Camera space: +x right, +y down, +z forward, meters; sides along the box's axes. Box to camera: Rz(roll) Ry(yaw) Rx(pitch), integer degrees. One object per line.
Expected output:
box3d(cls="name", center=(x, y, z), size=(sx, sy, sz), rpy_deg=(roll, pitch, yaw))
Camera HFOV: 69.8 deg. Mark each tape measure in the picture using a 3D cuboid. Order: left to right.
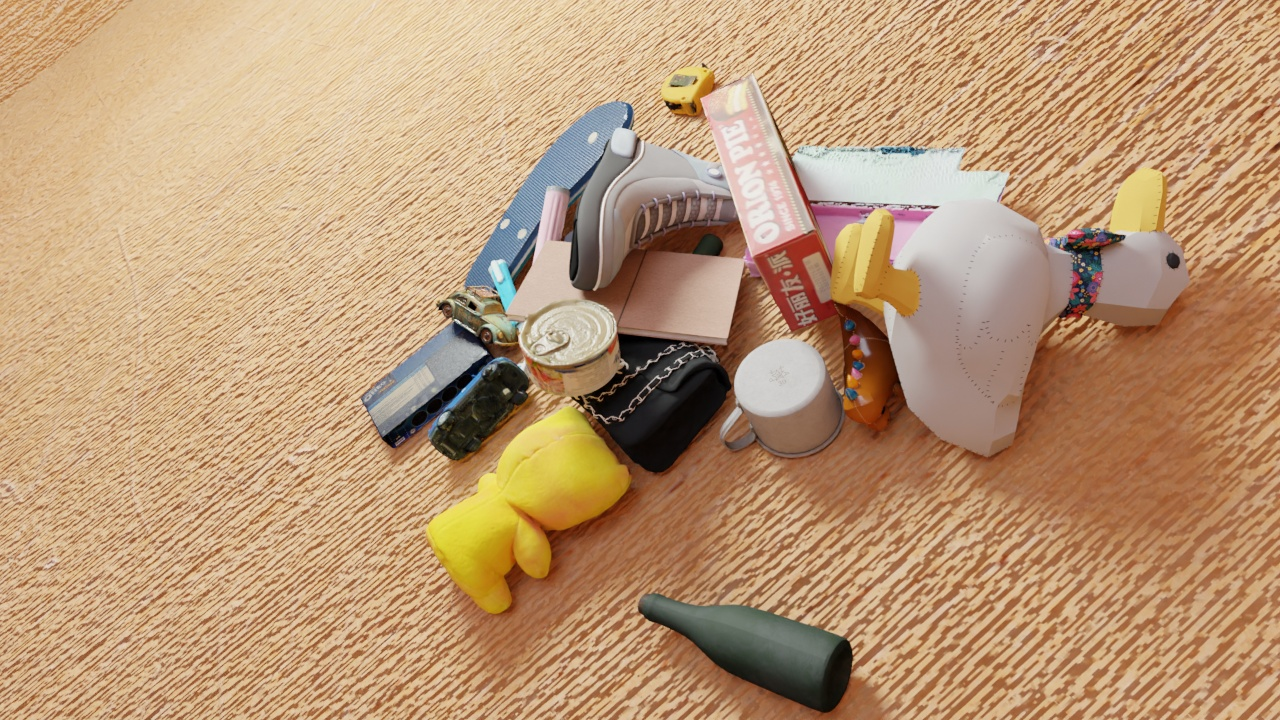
box3d(cls="tape measure", center=(0.056, -0.334, 1.126), size=(0.059, 0.030, 0.068), rpy_deg=(13, 64, 33))

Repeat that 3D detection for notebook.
box3d(cls="notebook", center=(-0.010, -0.071, 0.896), size=(0.209, 0.008, 0.141), rpy_deg=(7, 38, 10))

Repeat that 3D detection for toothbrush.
box3d(cls="toothbrush", center=(-0.109, -0.082, 0.998), size=(0.027, 0.027, 0.222), rpy_deg=(2, 78, 41))

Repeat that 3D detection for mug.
box3d(cls="mug", center=(0.116, 0.039, 0.797), size=(0.113, 0.070, 0.084), rpy_deg=(-27, 49, 7))

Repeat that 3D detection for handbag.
box3d(cls="handbag", center=(-0.005, 0.005, 0.857), size=(0.125, 0.115, 0.154), rpy_deg=(-42, 45, -6))

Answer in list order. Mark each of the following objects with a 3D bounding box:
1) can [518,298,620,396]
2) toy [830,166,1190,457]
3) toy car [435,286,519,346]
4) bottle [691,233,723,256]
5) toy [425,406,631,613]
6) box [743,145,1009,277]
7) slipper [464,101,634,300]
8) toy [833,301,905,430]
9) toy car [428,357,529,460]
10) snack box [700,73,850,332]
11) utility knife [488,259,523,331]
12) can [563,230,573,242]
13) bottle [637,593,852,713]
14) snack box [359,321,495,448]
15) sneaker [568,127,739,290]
box3d(cls="can", center=(-0.061, -0.012, 0.804), size=(0.086, 0.043, 0.086), rpy_deg=(-4, 46, 4))
box3d(cls="toy", center=(0.288, -0.048, 0.720), size=(0.267, 0.141, 0.246), rpy_deg=(12, 90, -2))
box3d(cls="toy car", center=(-0.177, -0.056, 1.021), size=(0.112, 0.047, 0.047), rpy_deg=(31, 113, 26))
box3d(cls="bottle", center=(0.052, -0.086, 0.951), size=(0.025, 0.025, 0.106), rpy_deg=(18, 67, 37))
box3d(cls="toy", center=(-0.113, 0.127, 0.847), size=(0.194, 0.087, 0.134), rpy_deg=(-41, 44, -2))
box3d(cls="box", center=(0.229, -0.142, 0.889), size=(0.231, 0.035, 0.159), rpy_deg=(9, 63, 34))
box3d(cls="slipper", center=(-0.101, -0.178, 1.083), size=(0.295, 0.060, 0.118), rpy_deg=(-52, 43, 4))
box3d(cls="toy", center=(0.182, 0.003, 0.764), size=(0.071, 0.103, 0.090), rpy_deg=(-21, 24, 36))
box3d(cls="toy car", center=(-0.170, 0.048, 0.956), size=(0.120, 0.056, 0.043), rpy_deg=(-46, 26, -1))
box3d(cls="snack box", center=(0.123, -0.152, 0.857), size=(0.060, 0.113, 0.236), rpy_deg=(-23, 49, 15))
box3d(cls="utility knife", center=(-0.138, -0.052, 0.990), size=(0.022, 0.015, 0.168), rpy_deg=(-36, 49, 14))
box3d(cls="can", center=(-0.055, -0.080, 0.979), size=(0.064, 0.064, 0.127), rpy_deg=(-14, 52, 20))
box3d(cls="bottle", center=(0.072, 0.213, 0.706), size=(0.174, 0.055, 0.055), rpy_deg=(11, 63, 35))
box3d(cls="snack box", center=(-0.238, 0.023, 1.030), size=(0.150, 0.027, 0.082), rpy_deg=(-38, 46, -3))
box3d(cls="sneaker", center=(0.023, -0.144, 0.921), size=(0.160, 0.093, 0.256), rpy_deg=(10, 37, 1))
